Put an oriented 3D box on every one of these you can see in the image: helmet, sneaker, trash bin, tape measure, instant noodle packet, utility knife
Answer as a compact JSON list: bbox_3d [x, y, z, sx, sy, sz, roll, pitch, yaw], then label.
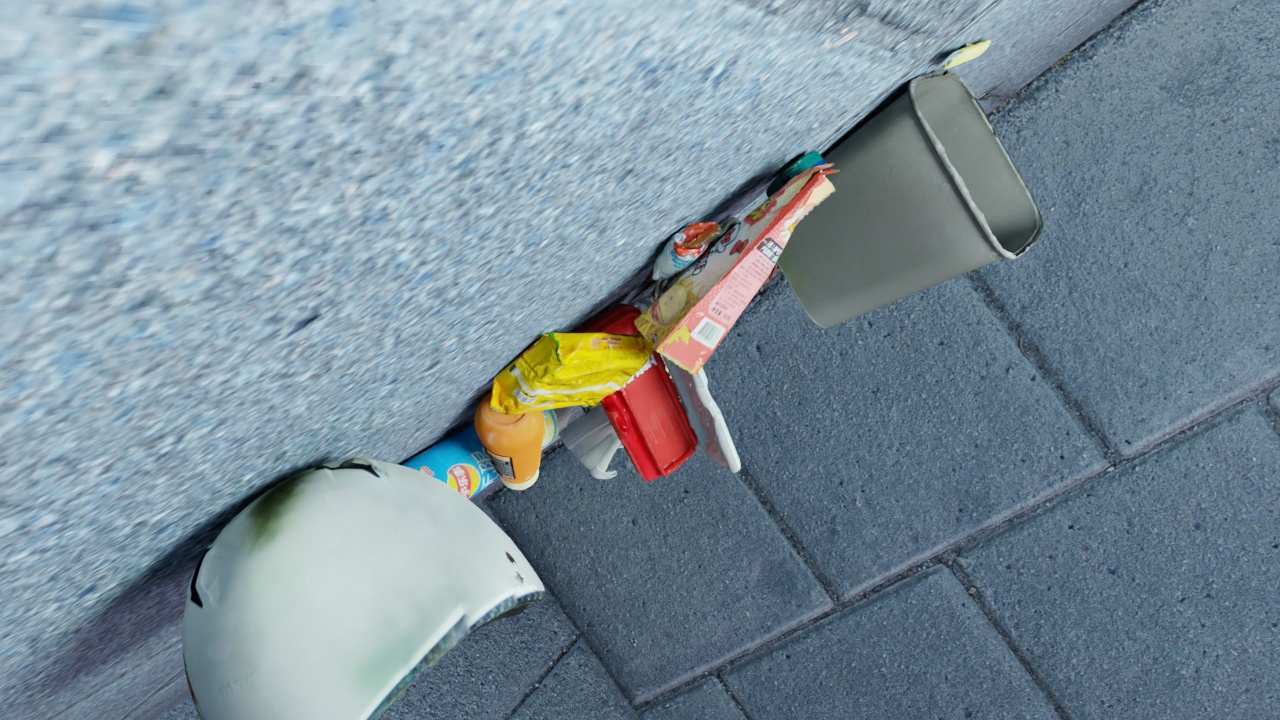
[{"bbox_3d":[-0.205,0.152,0.609,0.229,0.157,0.275,-38,-172,-25],"label":"helmet"},{"bbox_3d":[0.009,0.069,1.177,0.241,0.090,0.090,-34,176,-38],"label":"sneaker"},{"bbox_3d":[0.264,-0.159,0.964,0.220,0.198,0.198,-29,-179,38],"label":"trash bin"},{"bbox_3d":[0.142,-0.168,0.835,0.054,0.025,0.058,-37,179,-11],"label":"tape measure"},{"bbox_3d":[-0.063,0.010,0.826,0.128,0.044,0.111,-2,151,-47],"label":"instant noodle packet"},{"bbox_3d":[0.315,-0.295,0.888,0.031,0.019,0.182,-43,180,35],"label":"utility knife"}]

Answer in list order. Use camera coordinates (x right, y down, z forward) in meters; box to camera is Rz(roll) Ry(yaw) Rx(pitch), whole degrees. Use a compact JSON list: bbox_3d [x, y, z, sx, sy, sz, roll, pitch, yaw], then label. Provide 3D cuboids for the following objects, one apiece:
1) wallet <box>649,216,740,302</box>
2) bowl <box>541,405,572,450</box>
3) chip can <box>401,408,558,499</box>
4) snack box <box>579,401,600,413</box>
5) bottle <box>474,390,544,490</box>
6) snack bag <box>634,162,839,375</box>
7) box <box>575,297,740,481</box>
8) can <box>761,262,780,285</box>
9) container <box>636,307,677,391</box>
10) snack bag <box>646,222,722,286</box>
[{"bbox_3d":[0.051,-0.086,0.933,0.106,0.037,0.130,-36,167,-12],"label":"wallet"},{"bbox_3d":[-0.134,0.080,1.181,0.116,0.066,0.116,-36,177,-2],"label":"bowl"},{"bbox_3d":[-0.177,0.103,0.987,0.071,0.071,0.209,-38,177,39],"label":"chip can"},{"bbox_3d":[-0.040,0.012,1.234,0.114,0.063,0.240,-36,177,-8],"label":"snack box"},{"bbox_3d":[-0.127,0.088,0.924,0.066,0.067,0.150,-35,151,-24],"label":"bottle"},{"bbox_3d":[0.088,-0.084,0.778,0.208,0.073,0.128,-47,174,9],"label":"snack bag"},{"bbox_3d":[0.019,0.043,0.920,0.094,0.201,0.100,-34,-148,-15],"label":"box"},{"bbox_3d":[0.130,-0.118,1.081,0.067,0.066,0.093,-38,177,25],"label":"can"},{"bbox_3d":[-0.006,0.006,1.034,0.090,0.111,0.090,-36,178,-1],"label":"container"},{"bbox_3d":[0.033,-0.091,0.779,0.045,0.026,0.105,-41,-179,-19],"label":"snack bag"}]
